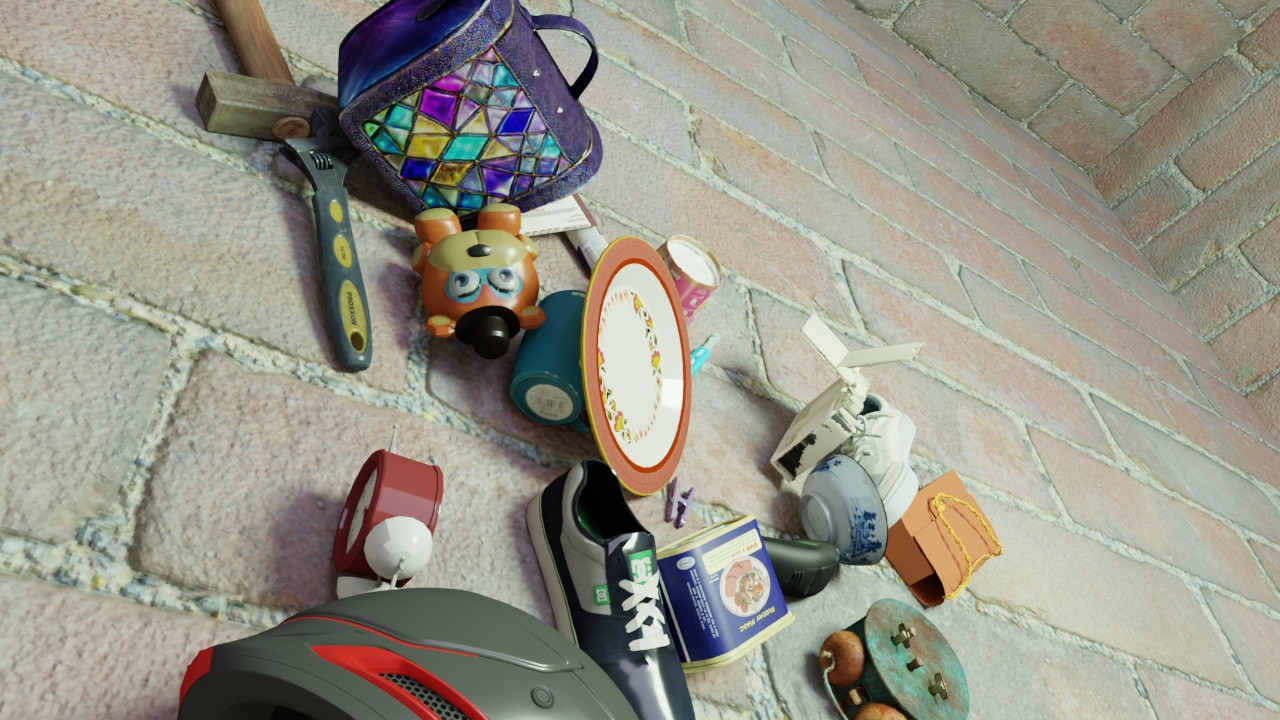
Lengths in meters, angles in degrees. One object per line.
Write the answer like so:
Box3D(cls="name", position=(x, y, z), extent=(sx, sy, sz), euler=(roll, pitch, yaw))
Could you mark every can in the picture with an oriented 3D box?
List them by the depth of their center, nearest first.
Box3D(cls="can", position=(0.064, 0.184, 0.739), extent=(0.116, 0.057, 0.092), euler=(-12, 80, -50))
Box3D(cls="can", position=(-0.057, -0.131, 1.001), extent=(0.032, 0.032, 0.095), euler=(-7, 58, -48))

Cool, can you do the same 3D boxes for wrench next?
Box3D(cls="wrench", position=(-0.256, -0.110, 0.771), extent=(0.073, 0.022, 0.273), euler=(7, 55, -41))

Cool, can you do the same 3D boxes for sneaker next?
Box3D(cls="sneaker", position=(-0.011, 0.180, 0.675), extent=(0.084, 0.079, 0.235), euler=(3, 51, -44))
Box3D(cls="sneaker", position=(0.245, 0.105, 1.003), extent=(0.091, 0.090, 0.241), euler=(42, 28, -2))

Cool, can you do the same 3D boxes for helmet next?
Box3D(cls="helmet", position=(-0.091, 0.214, 0.485), extent=(0.265, 0.164, 0.169), euler=(38, 23, 10))

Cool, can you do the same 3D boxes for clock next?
Box3D(cls="clock", position=(-0.164, 0.110, 0.593), extent=(0.044, 0.087, 0.124), euler=(23, 37, -25))
Box3D(cls="clock", position=(0.219, 0.277, 0.802), extent=(0.157, 0.073, 0.121), euler=(-3, 55, -45))

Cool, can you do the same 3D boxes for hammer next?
Box3D(cls="hammer", position=(-0.377, -0.328, 0.896), extent=(0.157, 0.037, 0.300), euler=(-3, 55, -46))

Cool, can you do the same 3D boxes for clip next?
Box3D(cls="clip", position=(0.035, 0.128, 0.834), extent=(0.035, 0.013, 0.051), euler=(34, 38, -10))

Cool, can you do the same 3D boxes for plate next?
Box3D(cls="plate", position=(-0.005, 0.005, 0.819), extent=(0.229, 0.021, 0.230), euler=(-4, 90, -66))

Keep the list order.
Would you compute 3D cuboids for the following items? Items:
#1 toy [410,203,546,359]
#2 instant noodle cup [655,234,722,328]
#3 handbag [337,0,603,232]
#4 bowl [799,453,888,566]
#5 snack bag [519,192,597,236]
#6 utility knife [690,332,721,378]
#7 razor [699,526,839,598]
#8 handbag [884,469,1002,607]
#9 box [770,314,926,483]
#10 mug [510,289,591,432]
Box3D(cls="toy", position=(-0.141, -0.071, 0.806), extent=(0.112, 0.096, 0.176), euler=(-8, 59, -15))
Box3D(cls="instant noodle cup", position=(0.025, -0.069, 0.950), extent=(0.097, 0.109, 0.097), euler=(25, 38, -22))
Box3D(cls="handbag", position=(-0.142, -0.243, 0.838), extent=(0.205, 0.222, 0.125), euler=(53, 18, -50))
Box3D(cls="bowl", position=(0.187, 0.150, 0.891), extent=(0.045, 0.114, 0.114), euler=(-12, 58, -19))
Box3D(cls="snack bag", position=(-0.121, -0.150, 0.955), extent=(0.157, 0.013, 0.057), euler=(-16, 64, -36))
Box3D(cls="utility knife", position=(0.058, -0.001, 0.994), extent=(0.022, 0.015, 0.151), euler=(21, 30, 14))
Box3D(cls="razor", position=(0.113, 0.177, 0.836), extent=(0.151, 0.054, 0.067), euler=(18, 15, -20))
Box3D(cls="handbag", position=(0.339, 0.194, 1.023), extent=(0.171, 0.060, 0.109), euler=(-14, 66, -50))
Box3D(cls="box", position=(0.197, 0.011, 0.952), extent=(0.106, 0.193, 0.143), euler=(46, 28, 1))
Box3D(cls="mug", position=(-0.062, 0.012, 0.816), extent=(0.112, 0.085, 0.104), euler=(58, 32, -30))
